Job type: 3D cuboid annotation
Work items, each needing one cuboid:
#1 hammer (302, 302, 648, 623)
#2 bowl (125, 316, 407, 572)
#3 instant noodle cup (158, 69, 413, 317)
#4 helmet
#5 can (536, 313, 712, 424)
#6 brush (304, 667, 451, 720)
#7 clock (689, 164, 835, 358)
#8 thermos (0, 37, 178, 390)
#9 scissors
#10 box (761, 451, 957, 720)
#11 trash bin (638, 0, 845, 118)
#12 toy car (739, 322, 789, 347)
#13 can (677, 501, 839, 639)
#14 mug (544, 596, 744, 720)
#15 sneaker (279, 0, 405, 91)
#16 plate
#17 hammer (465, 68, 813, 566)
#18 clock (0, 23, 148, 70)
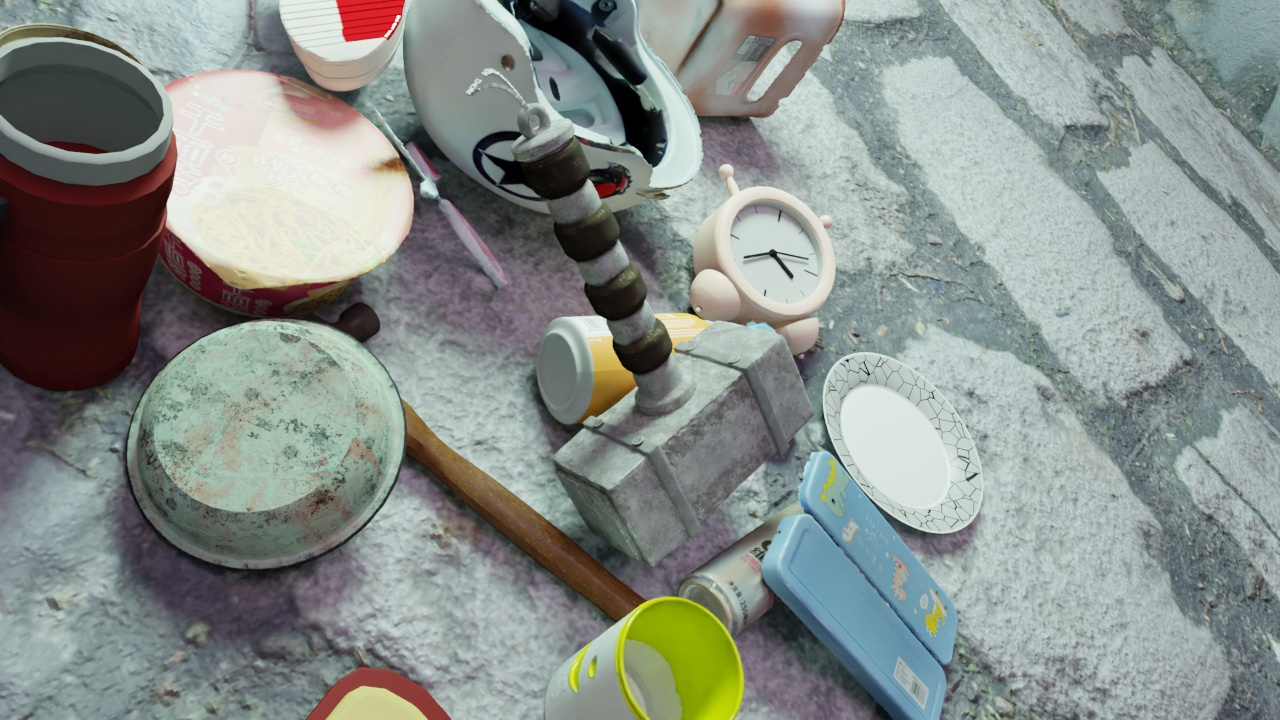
[{"bbox_3d":[-0.110,0.087,0.613,0.323,0.033,0.115,39,44,-4],"label":"hammer"},{"bbox_3d":[-0.217,0.039,0.530,0.157,0.039,0.157,4,67,-9],"label":"bowl"},{"bbox_3d":[-0.253,-0.105,0.625,0.178,0.078,0.178,18,51,-24],"label":"instant noodle cup"},{"bbox_3d":[-0.080,-0.218,0.761,0.263,0.164,0.236,27,47,-41],"label":"helmet"},{"bbox_3d":[-0.004,0.004,0.708,0.142,0.079,0.079,-4,61,-36],"label":"can"},{"bbox_3d":[-0.161,0.236,0.460,0.082,0.042,0.172,40,45,-2],"label":"brush"},{"bbox_3d":[0.111,-0.088,0.866,0.131,0.086,0.160,22,58,-19],"label":"clock"},{"bbox_3d":[-0.303,-0.060,0.471,0.084,0.199,0.107,42,45,0],"label":"thermos"},{"bbox_3d":[-0.146,-0.117,0.692,0.173,0.013,0.170,57,-2,-17],"label":"scissors"},{"bbox_3d":[0.176,0.175,0.695,0.209,0.021,0.125,49,51,-19],"label":"box"},{"bbox_3d":[0.063,-0.405,0.985,0.157,0.182,0.259,-12,66,-37],"label":"trash bin"},{"bbox_3d":[0.113,0.018,0.786,0.060,0.028,0.107,-7,85,-37],"label":"toy car"},{"bbox_3d":[0.089,0.154,0.678,0.135,0.054,0.054,-23,73,-42],"label":"can"},{"bbox_3d":[0.000,0.199,0.549,0.082,0.106,0.082,18,50,-22],"label":"mug"},{"bbox_3d":[-0.231,-0.259,0.726,0.090,0.104,0.236,-13,48,-15],"label":"sneaker"},{"bbox_3d":[0.244,0.077,0.864,0.188,0.016,0.188,18,50,-22],"label":"plate"},{"bbox_3d":[-0.012,-0.038,0.590,0.176,0.080,0.326,-39,121,-22],"label":"hammer"},{"bbox_3d":[-0.382,-0.161,0.597,0.093,0.055,0.140,28,40,-14],"label":"clock"}]
